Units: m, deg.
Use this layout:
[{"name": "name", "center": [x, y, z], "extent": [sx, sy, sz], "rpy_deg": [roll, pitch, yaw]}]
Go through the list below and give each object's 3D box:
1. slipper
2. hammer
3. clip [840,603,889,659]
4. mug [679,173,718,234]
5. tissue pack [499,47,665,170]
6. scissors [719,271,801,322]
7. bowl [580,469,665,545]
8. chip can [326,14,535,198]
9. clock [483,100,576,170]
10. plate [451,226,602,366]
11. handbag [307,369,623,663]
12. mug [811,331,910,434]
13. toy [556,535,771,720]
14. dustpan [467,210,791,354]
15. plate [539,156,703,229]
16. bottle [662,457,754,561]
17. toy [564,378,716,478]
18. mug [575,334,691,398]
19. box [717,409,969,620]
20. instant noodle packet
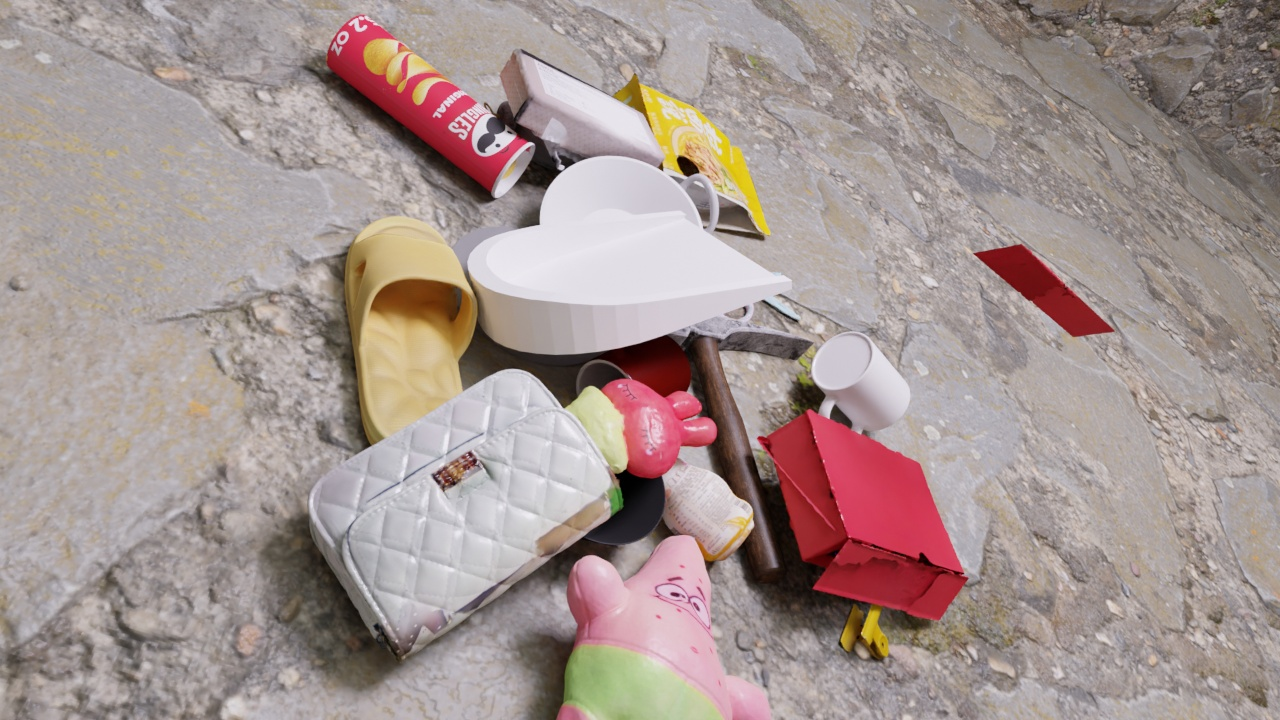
[{"name": "slipper", "center": [-0.189, -0.037, 0.762], "extent": [0.099, 0.079, 0.263], "rpy_deg": [8, 50, -29]}, {"name": "hammer", "center": [0.120, 0.079, 0.914], "extent": [0.217, 0.037, 0.300], "rpy_deg": [10, 49, -30]}, {"name": "clip", "center": [0.207, 0.248, 0.834], "extent": [0.048, 0.046, 0.054], "rpy_deg": [12, 34, 21]}, {"name": "mug", "center": [0.047, -0.153, 1.020], "extent": [0.089, 0.107, 0.071], "rpy_deg": [56, 29, 7]}, {"name": "tissue pack", "center": [-0.066, -0.253, 0.994], "extent": [0.181, 0.071, 0.103], "rpy_deg": [19, 39, -41]}, {"name": "scissors", "center": [0.118, -0.086, 1.084], "extent": [0.170, 0.013, 0.175], "rpy_deg": [36, 39, -8]}, {"name": "bowl", "center": [-0.046, 0.107, 0.752], "extent": [0.124, 0.053, 0.123], "rpy_deg": [20, 44, -21]}, {"name": "chip can", "center": [-0.218, -0.264, 0.955], "extent": [0.220, 0.069, 0.069], "rpy_deg": [38, 40, 0]}, {"name": "clock", "center": [-0.113, -0.270, 1.048], "extent": [0.147, 0.056, 0.103], "rpy_deg": [6, 51, -35]}, {"name": "plate", "center": [-0.104, -0.069, 0.903], "extent": [0.178, 0.012, 0.178], "rpy_deg": [20, 44, -21]}, {"name": "handbag", "center": [-0.124, 0.099, 0.641], "extent": [0.194, 0.073, 0.139], "rpy_deg": [-33, 74, -25]}, {"name": "mug", "center": [0.231, 0.039, 0.995], "extent": [0.090, 0.074, 0.110], "rpy_deg": [41, 73, -38]}, {"name": "toy", "center": [0.016, 0.212, 0.674], "extent": [0.192, 0.097, 0.236], "rpy_deg": [40, 32, -12]}, {"name": "dustpan", "center": [-0.025, -0.088, 0.831], "extent": [0.257, 0.053, 0.191], "rpy_deg": [-20, 36, -22]}, {"name": "plate", "center": [-0.022, -0.130, 0.962], "extent": [0.174, 0.036, 0.173], "rpy_deg": [6, 67, -14]}, {"name": "bottle", "center": [0.045, 0.122, 0.797], "extent": [0.108, 0.063, 0.063], "rpy_deg": [43, 41, 4]}, {"name": "toy", "center": [0.001, 0.054, 0.756], "extent": [0.135, 0.045, 0.091], "rpy_deg": [-1, 56, -30]}, {"name": "mug", "center": [-0.005, 0.005, 0.839], "extent": [0.073, 0.106, 0.082], "rpy_deg": [19, 30, 31]}, {"name": "box", "center": [0.159, 0.245, 0.875], "extent": [0.212, 0.375, 0.148], "rpy_deg": [22, 7, -40]}, {"name": "instant noodle packet", "center": [0.068, -0.245, 1.151], "extent": [0.221, 0.084, 0.162], "rpy_deg": [12, 49, -37]}]
